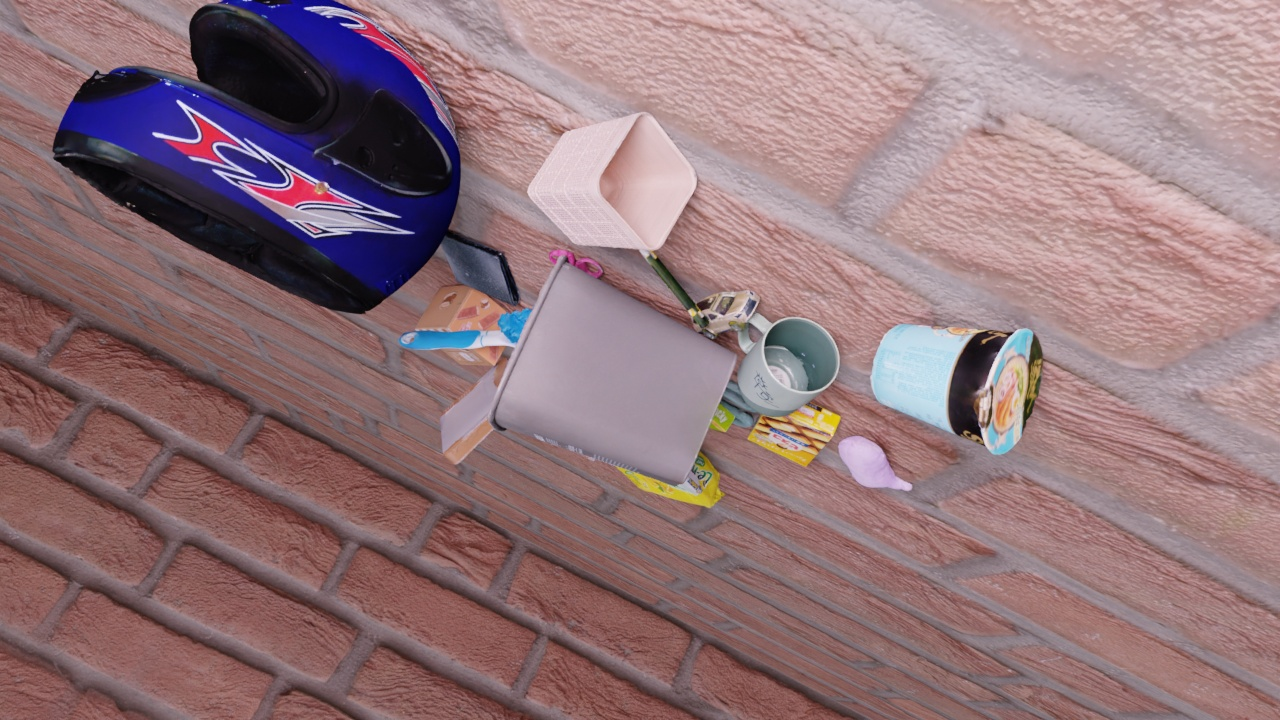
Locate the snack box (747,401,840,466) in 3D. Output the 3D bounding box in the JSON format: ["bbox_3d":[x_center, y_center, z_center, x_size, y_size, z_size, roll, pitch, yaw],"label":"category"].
[{"bbox_3d":[0.193,0.086,1.167,0.087,0.033,0.141,26,160,6],"label":"snack box"}]

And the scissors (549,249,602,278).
[{"bbox_3d":[-0.076,-0.095,1.095,0.072,0.017,0.137,19,161,7],"label":"scissors"}]

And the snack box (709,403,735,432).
[{"bbox_3d":[0.051,0.051,1.219,0.086,0.026,0.156,40,166,-25],"label":"snack box"}]

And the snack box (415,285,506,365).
[{"bbox_3d":[-0.247,-0.050,1.308,0.093,0.077,0.094,2,148,48],"label":"snack box"}]

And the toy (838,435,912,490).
[{"bbox_3d":[0.286,0.130,1.145,0.084,0.038,0.108,9,149,39],"label":"toy"}]

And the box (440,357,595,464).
[{"bbox_3d":[-0.141,0.082,1.260,0.158,0.217,0.180,47,180,-20],"label":"box"}]

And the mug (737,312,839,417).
[{"bbox_3d":[0.143,0.001,0.975,0.111,0.082,0.106,48,160,7],"label":"mug"}]

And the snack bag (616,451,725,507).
[{"bbox_3d":[0.017,0.143,1.448,0.158,0.068,0.246,8,152,41],"label":"snack bag"}]

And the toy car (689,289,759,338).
[{"bbox_3d":[0.089,-0.051,0.962,0.035,0.042,0.091,38,156,-22],"label":"toy car"}]

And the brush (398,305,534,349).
[{"bbox_3d":[-0.172,-0.032,1.183,0.314,0.060,0.109,3,165,4],"label":"brush"}]

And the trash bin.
[{"bbox_3d":[-0.028,0.028,1.016,0.220,0.198,0.199,24,172,1],"label":"trash bin"}]

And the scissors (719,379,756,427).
[{"bbox_3d":[0.084,0.030,1.179,0.179,0.019,0.162,35,162,-8],"label":"scissors"}]

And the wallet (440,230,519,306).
[{"bbox_3d":[-0.210,-0.120,1.189,0.097,0.019,0.121,22,156,15],"label":"wallet"}]

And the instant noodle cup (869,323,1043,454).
[{"bbox_3d":[0.277,0.015,0.823,0.121,0.111,0.111,17,158,43],"label":"instant noodle cup"}]

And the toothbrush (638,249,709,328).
[{"bbox_3d":[0.010,-0.103,0.927,0.186,0.012,0.017,49,159,-18],"label":"toothbrush"}]

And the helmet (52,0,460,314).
[{"bbox_3d":[-0.302,-0.198,0.803,0.248,0.240,0.315,10,164,37],"label":"helmet"}]

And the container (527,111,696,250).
[{"bbox_3d":[-0.029,-0.154,0.809,0.111,0.090,0.090,7,151,48],"label":"container"}]
